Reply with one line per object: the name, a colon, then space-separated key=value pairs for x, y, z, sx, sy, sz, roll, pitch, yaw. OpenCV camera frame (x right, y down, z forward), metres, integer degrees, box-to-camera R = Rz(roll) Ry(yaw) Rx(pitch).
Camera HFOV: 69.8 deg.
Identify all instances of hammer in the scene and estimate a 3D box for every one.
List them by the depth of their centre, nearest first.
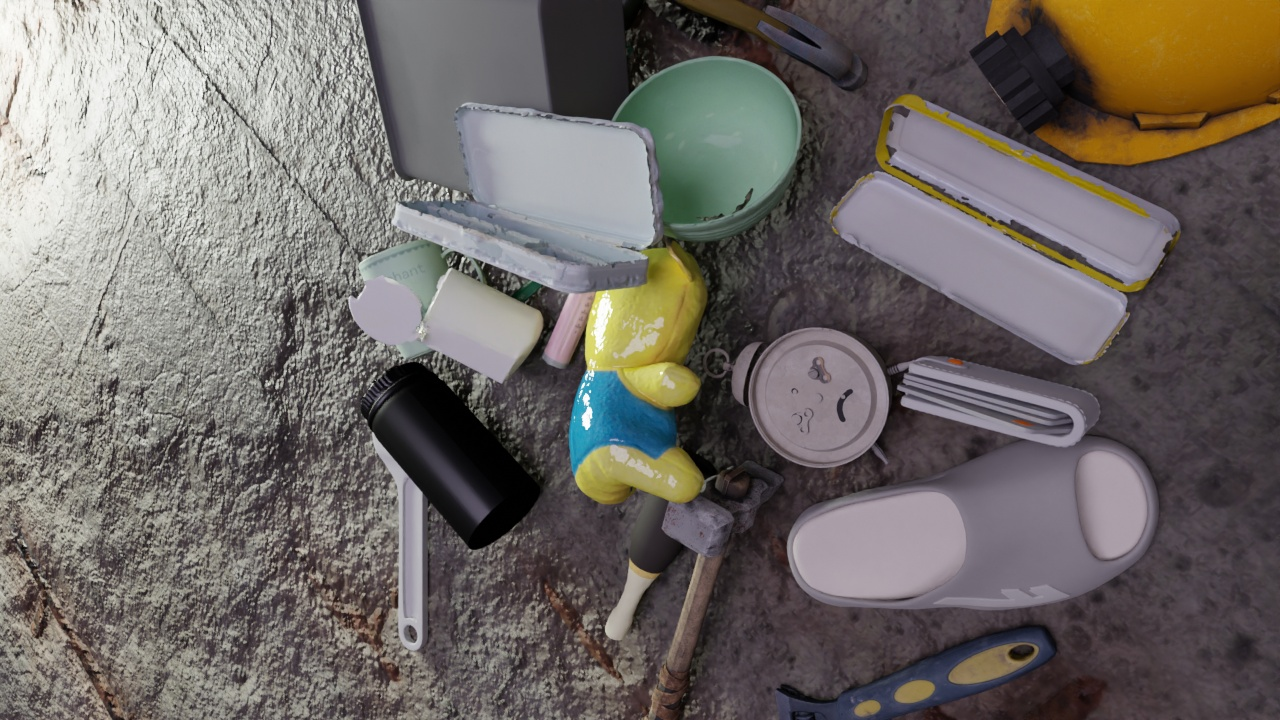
hammer: x=0.016 y=-0.294 z=0.706 sx=0.333 sy=0.117 sz=0.025 roll=34 pitch=108 yaw=23
hammer: x=0.039 y=0.229 z=0.762 sx=0.049 sy=0.121 sz=0.319 roll=26 pitch=115 yaw=28

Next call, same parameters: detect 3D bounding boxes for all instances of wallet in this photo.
wallet: x=0.232 y=0.027 z=0.604 sx=0.118 sy=0.115 sz=0.037 roll=16 pitch=102 yaw=30

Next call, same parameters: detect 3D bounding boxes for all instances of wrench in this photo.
wrench: x=0.188 y=0.262 z=0.705 sx=0.274 sy=0.022 sz=0.073 roll=-34 pitch=76 yaw=30
wrench: x=-0.251 y=0.175 z=0.980 sx=0.087 sy=0.018 sz=0.273 roll=7 pitch=99 yaw=32

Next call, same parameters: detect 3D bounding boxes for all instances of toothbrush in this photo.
toothbrush: x=-0.035 y=-0.093 z=0.815 sx=0.026 sy=0.027 sz=0.223 roll=42 pitch=115 yaw=41
toothbrush: x=-0.082 y=-0.085 z=0.834 sx=0.190 sy=0.017 sz=0.016 roll=-35 pitch=59 yaw=39

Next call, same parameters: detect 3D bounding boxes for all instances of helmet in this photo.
helmet: x=0.317 y=-0.237 z=0.522 sx=0.256 sy=0.131 sz=0.205 roll=-36 pitch=74 yaw=28

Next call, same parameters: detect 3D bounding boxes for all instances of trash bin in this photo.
trash bin: x=-0.121 y=-0.233 z=0.770 sx=0.220 sy=0.097 sz=0.192 roll=22 pitch=131 yaw=34

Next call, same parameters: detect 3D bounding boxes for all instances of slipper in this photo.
slipper: x=0.214 y=0.126 z=0.644 sx=0.267 sy=0.080 sz=0.113 roll=-17 pitch=82 yaw=32

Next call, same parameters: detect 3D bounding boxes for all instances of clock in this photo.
clock: x=0.122 y=0.019 z=0.706 sx=0.157 sy=0.061 sz=0.103 roll=17 pitch=103 yaw=23

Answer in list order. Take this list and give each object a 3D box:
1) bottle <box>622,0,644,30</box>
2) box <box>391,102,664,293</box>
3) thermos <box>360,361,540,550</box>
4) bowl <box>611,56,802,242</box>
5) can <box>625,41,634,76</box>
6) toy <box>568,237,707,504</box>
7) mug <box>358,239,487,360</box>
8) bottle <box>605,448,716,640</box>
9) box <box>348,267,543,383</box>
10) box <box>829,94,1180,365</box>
bottle: x=0.004 y=-0.330 z=0.773 sx=0.025 sy=0.025 sz=0.106 roll=43 pitch=114 yaw=23
box: x=-0.081 y=-0.137 z=0.676 sx=0.215 sy=0.106 sz=0.127 roll=22 pitch=108 yaw=33
thermos: x=-0.194 y=0.081 z=0.889 sx=0.198 sy=0.086 sz=0.086 roll=44 pitch=115 yaw=19
bowl: x=0.053 y=-0.152 z=0.713 sx=0.151 sy=0.077 sz=0.150 roll=-6 pitch=67 yaw=14
can: x=-0.055 y=-0.276 z=0.797 sx=0.101 sy=0.054 sz=0.055 roll=45 pitch=115 yaw=21
toy: x=-0.004 y=0.004 z=0.707 sx=0.149 sy=0.084 sz=0.213 roll=-22 pitch=55 yaw=59
mug: x=-0.205 y=-0.064 z=0.901 sx=0.111 sy=0.084 sz=0.104 roll=-21 pitch=92 yaw=3
bottle: x=0.010 y=0.165 z=0.796 sx=0.045 sy=0.045 sz=0.185 roll=32 pitch=110 yaw=27
box: x=-0.173 y=-0.042 z=0.828 sx=0.166 sy=0.092 sz=0.084 roll=28 pitch=136 yaw=-11
box: x=0.241 y=-0.092 z=0.628 sx=0.210 sy=0.057 sz=0.117 roll=35 pitch=113 yaw=24
